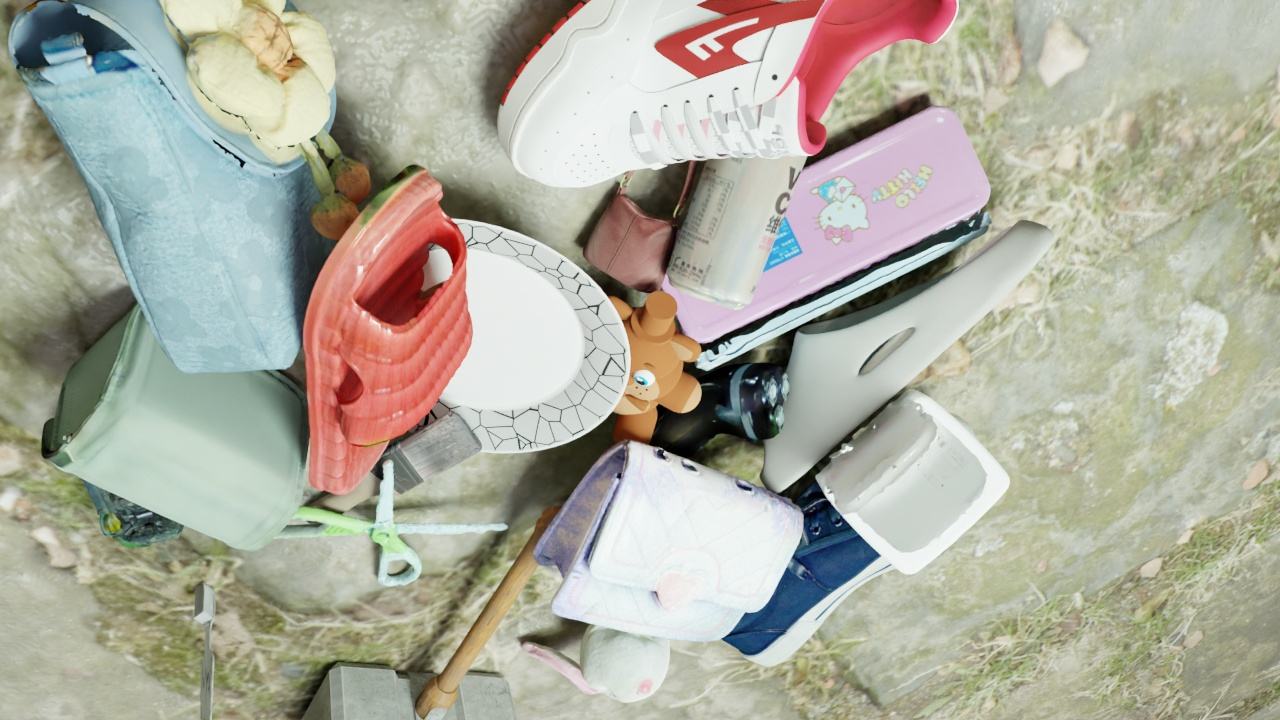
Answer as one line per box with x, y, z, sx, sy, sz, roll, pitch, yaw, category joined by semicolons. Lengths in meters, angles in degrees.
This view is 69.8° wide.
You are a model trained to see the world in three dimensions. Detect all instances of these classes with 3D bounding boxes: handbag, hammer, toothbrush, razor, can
0.022;0.129;0.635;0.158;0.069;0.127;22;113;-31;handbag
-0.135;0.227;0.724;0.162;0.082;0.318;16;120;-31;hammer
-0.184;-0.088;0.416;0.118;0.121;0.192;-2;127;4;handbag
0.010;-0.103;0.539;0.029;0.055;0.120;-24;143;-61;handbag
-0.254;0.039;0.510;0.067;0.106;0.122;-36;131;13;handbag
-0.281;0.210;0.587;0.010;0.181;0.010;-34;129;0;toothbrush
0.045;0.049;0.655;0.141;0.063;0.052;-37;168;30;razor
0.060;-0.100;0.526;0.054;0.054;0.136;13;104;-30;can

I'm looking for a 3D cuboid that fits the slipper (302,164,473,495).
-0.128;0.000;0.486;0.059;0.103;0.249;28;140;0;slipper

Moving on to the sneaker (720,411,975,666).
0.141;0.138;0.756;0.127;0.120;0.295;32;117;-19;sneaker

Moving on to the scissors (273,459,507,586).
-0.179;0.118;0.641;0.171;0.021;0.172;5;136;-15;scissors

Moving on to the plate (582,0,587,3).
0.021;-0.246;0.429;0.182;0.034;0.183;-11;131;-13;plate

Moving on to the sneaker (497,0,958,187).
0.042;-0.136;0.452;0.237;0.104;0.090;-27;160;12;sneaker

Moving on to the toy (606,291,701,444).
-0.003;0.003;0.583;0.095;0.065;0.128;29;151;2;toy

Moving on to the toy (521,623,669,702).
0.002;0.220;0.759;0.131;0.105;0.206;11;124;-32;toy

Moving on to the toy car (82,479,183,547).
-0.311;0.068;0.559;0.048;0.032;0.105;-12;125;-11;toy car

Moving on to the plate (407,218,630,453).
-0.100;-0.012;0.554;0.188;0.016;0.189;4;134;4;plate

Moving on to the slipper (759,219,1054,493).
0.162;-0.015;0.647;0.267;0.080;0.112;-49;169;33;slipper

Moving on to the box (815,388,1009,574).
0.187;0.083;0.626;0.109;0.134;0.107;-44;86;4;box

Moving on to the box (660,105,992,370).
0.116;-0.077;0.609;0.214;0.091;0.092;-26;91;2;box

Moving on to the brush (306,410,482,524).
-0.170;0.077;0.614;0.151;0.012;0.039;-28;127;19;brush
